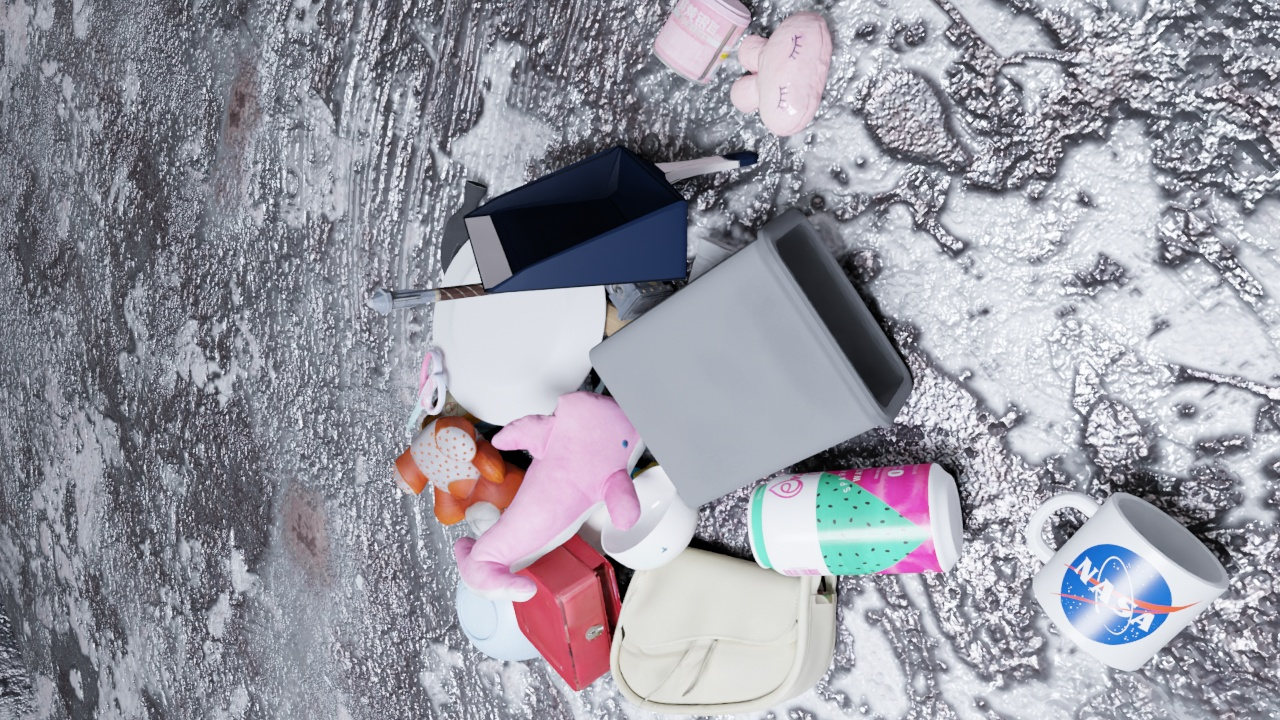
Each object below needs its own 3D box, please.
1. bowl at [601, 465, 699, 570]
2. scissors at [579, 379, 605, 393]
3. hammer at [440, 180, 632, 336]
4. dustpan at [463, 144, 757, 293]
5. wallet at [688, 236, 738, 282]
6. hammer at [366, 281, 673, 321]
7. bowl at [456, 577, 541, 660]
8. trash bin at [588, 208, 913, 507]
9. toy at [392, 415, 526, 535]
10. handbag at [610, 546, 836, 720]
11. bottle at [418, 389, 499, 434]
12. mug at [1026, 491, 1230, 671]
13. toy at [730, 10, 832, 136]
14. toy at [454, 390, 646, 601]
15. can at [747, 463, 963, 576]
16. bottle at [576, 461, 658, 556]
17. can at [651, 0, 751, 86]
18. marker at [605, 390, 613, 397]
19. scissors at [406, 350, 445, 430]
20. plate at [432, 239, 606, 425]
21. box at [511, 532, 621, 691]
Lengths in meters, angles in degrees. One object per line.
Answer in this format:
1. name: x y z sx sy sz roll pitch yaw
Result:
1. bowl: 0.016 0.160 0.902 0.054 0.104 0.105 40 128 -21
2. scissors: -0.050 0.076 1.014 0.126 0.015 0.136 45 136 20
3. hammer: -0.119 -0.091 1.051 0.305 0.040 0.132 32 110 31
4. dustpan: -0.022 -0.149 0.859 0.236 0.273 0.080 -121 28 -62
5. wallet: 0.079 -0.057 0.897 0.086 0.032 0.116 35 123 32
6. hammer: -0.110 -0.071 0.859 0.098 0.321 0.044 56 131 20
7. bowl: -0.170 0.294 1.102 0.151 0.074 0.150 5 98 39
8. trash bin: 0.093 0.006 0.824 0.220 0.097 0.192 -32 94 37
9. toy: -0.193 0.145 1.067 0.172 0.092 0.164 41 131 -13
10. handbag: 0.067 0.260 0.885 0.230 0.131 0.184 2 88 37
11. bottle: -0.215 0.063 1.119 0.157 0.067 0.068 -27 78 37
12. mug: 0.342 0.149 0.671 0.121 0.090 0.090 45 119 27
13. toy: 0.125 -0.260 0.833 0.105 0.053 0.108 22 110 50
14. toy: -0.091 0.113 0.911 0.187 0.265 0.128 15 148 56
15. can: 0.182 0.137 0.781 0.166 0.088 0.088 -8 89 27
16. bottle: -0.022 0.156 0.986 0.051 0.051 0.146 52 122 22
17. can: 0.058 -0.311 0.867 0.067 0.067 0.076 51 122 23
18. marker: -0.006 0.005 0.978 0.019 0.019 0.146 48 121 25
19. scissors: -0.265 0.052 1.115 0.175 0.017 0.076 -47 53 50
20. plate: -0.145 -0.048 1.026 0.243 0.016 0.242 -4 81 30
21. box: -0.079 0.251 0.983 0.129 0.086 0.158 34 142 43
